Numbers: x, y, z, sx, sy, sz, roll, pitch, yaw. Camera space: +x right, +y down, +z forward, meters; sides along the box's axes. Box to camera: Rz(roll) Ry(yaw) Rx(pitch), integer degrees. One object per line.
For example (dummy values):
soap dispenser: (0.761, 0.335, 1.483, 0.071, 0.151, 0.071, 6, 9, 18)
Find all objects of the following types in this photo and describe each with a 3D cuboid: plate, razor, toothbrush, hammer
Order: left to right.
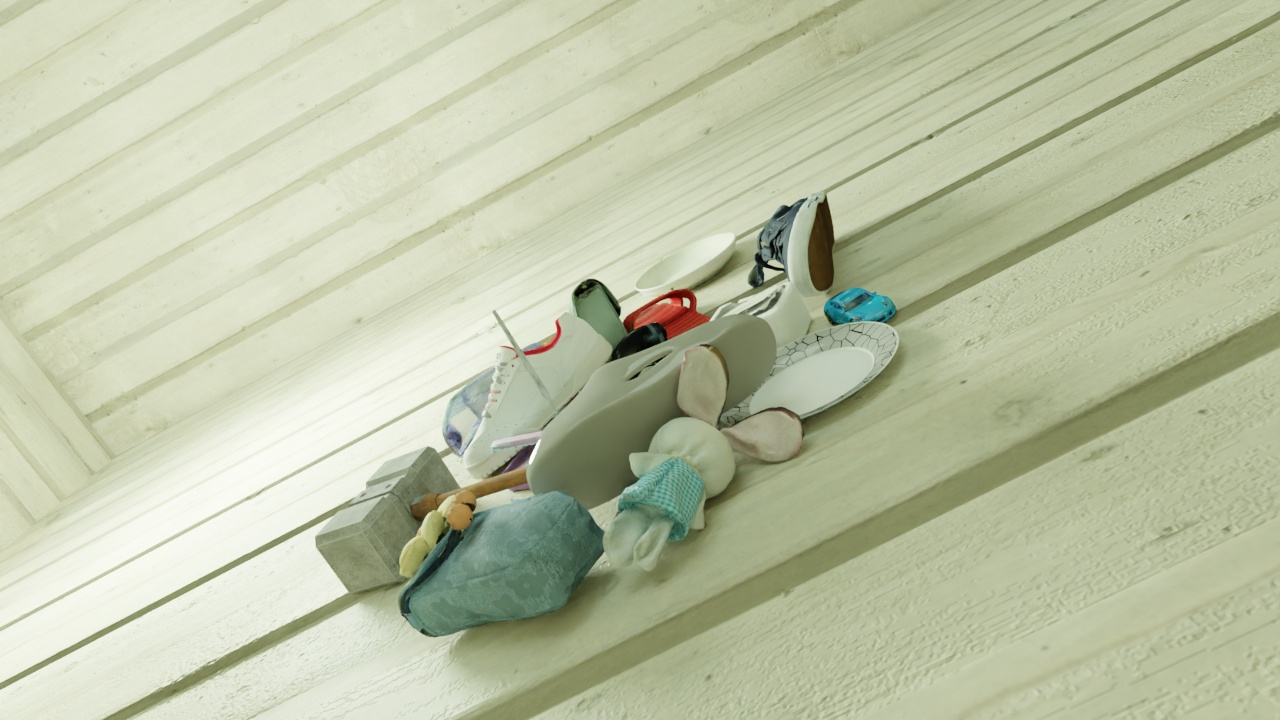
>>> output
hammer: (-0.181, 0.142, 0.987, 0.318, 0.083, 0.162, -20, 19, 26)
toothbrush: (-0.117, 0.017, 1.040, 0.010, 0.181, 0.010, -7, 32, 42)
razor: (-0.007, 0.007, 1.136, 0.064, 0.053, 0.140, 22, 44, 15)
plate: (0.078, -0.148, 1.485, 0.182, 0.034, 0.182, -26, 17, 9)
plate: (0.165, 0.019, 0.902, 0.189, 0.016, 0.188, -26, 17, 9)

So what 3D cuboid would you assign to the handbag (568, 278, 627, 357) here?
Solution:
handbag: (-0.059, -0.054, 1.276, 0.067, 0.106, 0.122, -22, -3, -6)

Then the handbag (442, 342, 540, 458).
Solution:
handbag: (-0.187, 0.059, 1.246, 0.158, 0.069, 0.127, -37, -12, -33)

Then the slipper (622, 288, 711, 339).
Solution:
slipper: (0.033, -0.059, 1.264, 0.103, 0.059, 0.249, -33, 19, -12)

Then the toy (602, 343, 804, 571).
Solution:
toy: (0.037, 0.104, 0.784, 0.204, 0.131, 0.106, -52, -4, -34)

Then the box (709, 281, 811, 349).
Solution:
box: (0.127, -0.053, 1.048, 0.107, 0.091, 0.102, -16, 22, 30)

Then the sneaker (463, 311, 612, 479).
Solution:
sneaker: (-0.150, 0.034, 1.137, 0.236, 0.104, 0.090, -45, 8, 0)

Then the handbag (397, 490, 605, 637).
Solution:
handbag: (-0.131, 0.164, 0.789, 0.192, 0.118, 0.121, -22, 18, 39)

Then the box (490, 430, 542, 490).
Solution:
box: (-0.070, 0.093, 1.010, 0.215, 0.065, 0.077, -14, 9, 40)

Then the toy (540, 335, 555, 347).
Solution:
toy: (-0.131, -0.001, 1.379, 0.094, 0.065, 0.128, -30, 7, -30)

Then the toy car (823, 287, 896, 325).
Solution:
toy car: (0.234, -0.058, 0.989, 0.048, 0.032, 0.105, -31, 19, -7)

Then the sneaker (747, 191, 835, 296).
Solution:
sneaker: (0.186, -0.144, 1.191, 0.127, 0.121, 0.293, -10, 19, 15)

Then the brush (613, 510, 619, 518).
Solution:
brush: (0.010, 0.111, 0.893, 0.039, 0.012, 0.150, -21, 18, 26)

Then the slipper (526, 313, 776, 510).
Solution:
slipper: (0.003, 0.035, 0.862, 0.265, 0.113, 0.080, -36, 44, -6)

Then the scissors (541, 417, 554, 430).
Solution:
scissors: (-0.051, 0.057, 1.142, 0.172, 0.021, 0.171, -16, 18, 25)

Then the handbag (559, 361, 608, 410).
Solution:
handbag: (-0.088, 0.044, 1.217, 0.119, 0.029, 0.055, -38, -2, -9)
